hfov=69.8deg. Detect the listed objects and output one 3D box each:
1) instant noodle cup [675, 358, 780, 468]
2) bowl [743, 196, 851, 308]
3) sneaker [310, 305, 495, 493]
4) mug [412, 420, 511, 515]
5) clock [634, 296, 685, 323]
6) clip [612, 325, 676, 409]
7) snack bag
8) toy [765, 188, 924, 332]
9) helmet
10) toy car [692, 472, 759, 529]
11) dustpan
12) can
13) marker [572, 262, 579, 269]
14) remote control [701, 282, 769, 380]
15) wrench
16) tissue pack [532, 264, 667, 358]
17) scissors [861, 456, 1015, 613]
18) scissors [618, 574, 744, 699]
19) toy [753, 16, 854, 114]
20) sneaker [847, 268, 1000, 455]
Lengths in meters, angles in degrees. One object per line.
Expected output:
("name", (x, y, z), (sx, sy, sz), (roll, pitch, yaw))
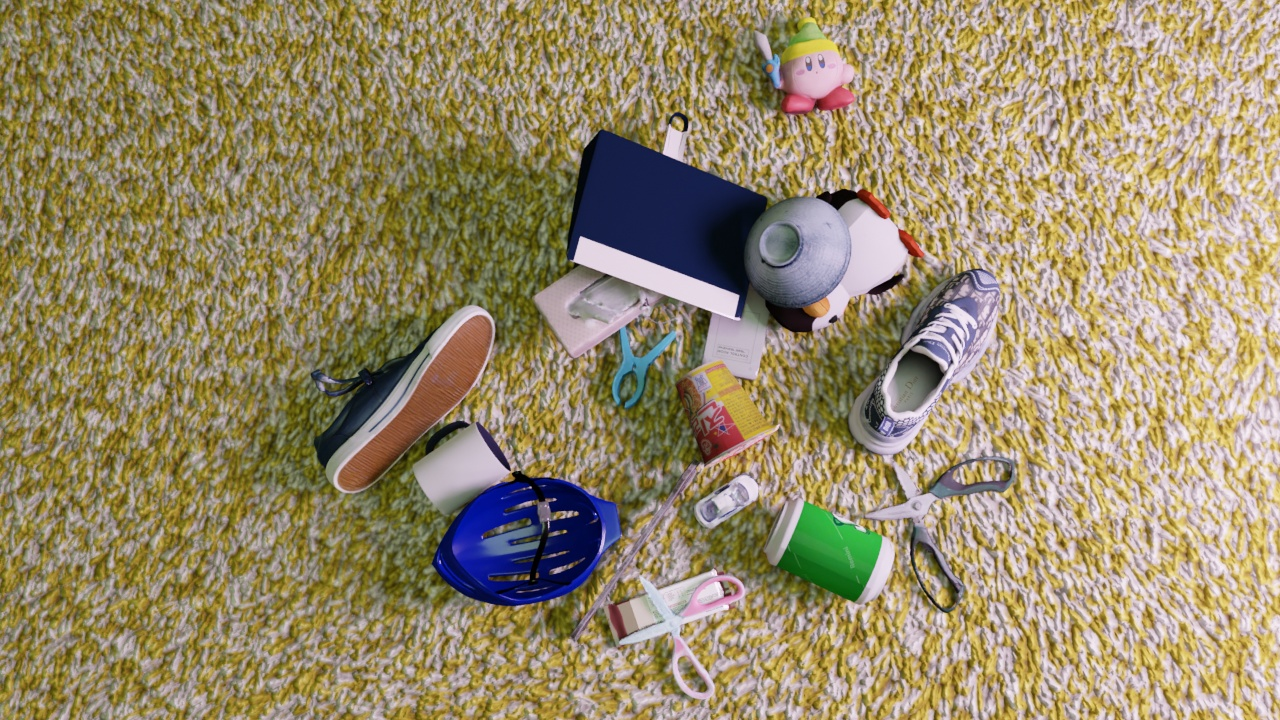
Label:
("instant noodle cup", (0.096, 0.063, 1.143), (0.100, 0.100, 0.112), (-29, 80, -1))
("bowl", (0.175, -0.134, 1.087), (0.137, 0.057, 0.137), (-4, 83, 30))
("sneaker", (-0.319, 0.026, 1.195), (0.294, 0.120, 0.127), (-46, 58, -1))
("mug", (-0.234, 0.127, 1.178), (0.097, 0.079, 0.112), (-35, 51, -2))
("clock", (0.018, -0.107, 1.207), (0.094, 0.042, 0.119), (-16, 79, 3))
("clip", (0.000, 0.009, 1.199), (0.097, 0.026, 0.116), (15, 82, 10))
("snack bag", (0.036, 0.309, 1.151), (0.158, 0.013, 0.057), (-20, 85, 1))
("toy", (0.234, -0.119, 1.164), (0.159, 0.140, 0.184), (41, 96, -22))
("helmet", (-0.146, 0.207, 1.075), (0.241, 0.228, 0.147), (-12, 70, 2))
("toy car", (0.109, 0.177, 1.160), (0.090, 0.027, 0.038), (-33, 78, -1))
("dustpan", (0.035, -0.206, 1.164), (0.236, 0.080, 0.272), (18, 76, -18))
("can", (0.227, 0.230, 1.111), (0.140, 0.088, 0.087), (24, 83, 8))
("marker", (-0.067, -0.176, 1.242), (0.011, 0.011, 0.152), (18, 82, 7))
("remote control", (0.129, -0.053, 1.200), (0.074, 0.019, 0.151), (11, 83, 7))
("wrench", (-0.007, 0.237, 1.141), (0.010, 0.070, 0.273), (35, 87, 10))
("tissue pack", (-0.036, -0.087, 1.155), (0.181, 0.071, 0.104), (-32, 79, -5))
("scissors", (0.383, 0.207, 1.139), (0.202, 0.015, 0.205), (-13, 81, 2))
("scissors", (0.058, 0.335, 1.134), (0.170, 0.013, 0.177), (-21, 88, 1))
("toy", (0.219, -0.398, 1.230), (0.124, 0.096, 0.131), (-7, 98, 9))
("sneaker", (0.358, -0.007, 1.116), (0.103, 0.132, 0.269), (37, 84, 11))
